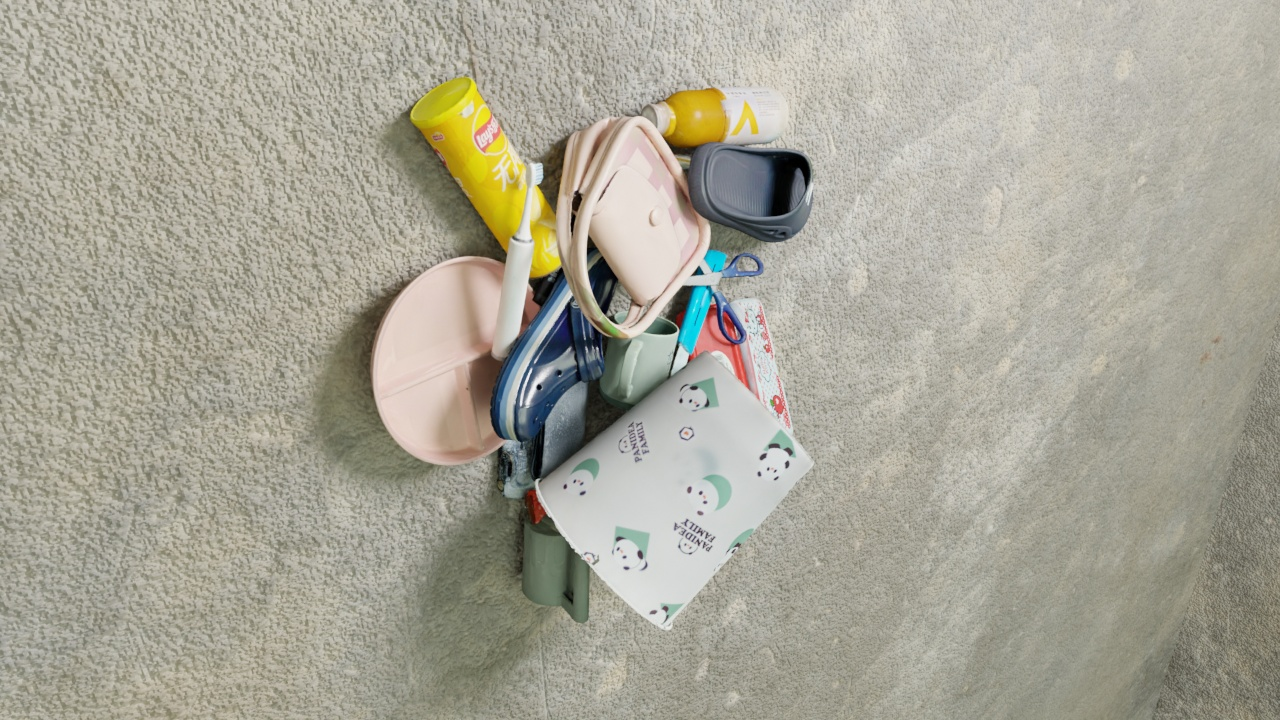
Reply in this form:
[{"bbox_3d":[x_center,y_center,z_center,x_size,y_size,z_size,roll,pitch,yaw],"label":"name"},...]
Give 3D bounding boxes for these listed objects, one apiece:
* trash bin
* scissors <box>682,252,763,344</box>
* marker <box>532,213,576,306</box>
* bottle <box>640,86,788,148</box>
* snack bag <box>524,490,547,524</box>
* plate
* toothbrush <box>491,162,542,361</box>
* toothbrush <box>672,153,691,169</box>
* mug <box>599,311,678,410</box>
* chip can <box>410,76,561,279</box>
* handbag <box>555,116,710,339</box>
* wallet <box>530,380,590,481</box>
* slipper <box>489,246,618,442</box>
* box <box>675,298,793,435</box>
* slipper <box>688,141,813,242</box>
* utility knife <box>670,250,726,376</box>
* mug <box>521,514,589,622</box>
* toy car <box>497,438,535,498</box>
[{"bbox_3d":[0.046,0.138,1.059,0.252,0.229,0.229,-44,131,1],"label":"trash bin"},{"bbox_3d":[0.100,-0.096,1.163,0.175,0.012,0.162,-22,100,-38],"label":"scissors"},{"bbox_3d":[-0.086,-0.122,1.039,0.132,0.020,0.022,-66,163,-8],"label":"marker"},{"bbox_3d":[0.086,-0.283,1.071,0.189,0.068,0.068,-12,118,-32],"label":"bottle"},{"bbox_3d":[-0.104,0.171,1.160,0.105,0.026,0.045,-19,95,-46],"label":"snack bag"},{"bbox_3d":[-0.194,0.000,0.996,0.228,0.028,0.230,-16,113,-43],"label":"plate"},{"bbox_3d":[-0.127,-0.099,0.949,0.026,0.027,0.221,-20,133,-45],"label":"toothbrush"},{"bbox_3d":[0.099,-0.237,1.135,0.191,0.018,0.016,0,109,-39],"label":"toothbrush"},{"bbox_3d":[-0.007,0.007,1.117,0.111,0.082,0.106,-56,161,-70],"label":"mug"},{"bbox_3d":[-0.148,-0.183,0.945,0.072,0.072,0.213,-43,131,-12],"label":"chip can"},{"bbox_3d":[-0.020,-0.127,0.983,0.193,0.094,0.233,54,42,-38],"label":"handbag"},{"bbox_3d":[-0.096,0.080,1.123,0.097,0.019,0.121,-25,128,-57],"label":"wallet"},{"bbox_3d":[-0.076,-0.011,1.016,0.105,0.095,0.252,74,38,-59],"label":"slipper"},{"bbox_3d":[0.131,0.021,1.212,0.160,0.060,0.201,-12,88,-32],"label":"box"},{"bbox_3d":[0.157,-0.201,1.097,0.267,0.083,0.110,-2,96,-53],"label":"slipper"},{"bbox_3d":[0.069,-0.056,1.158,0.034,0.018,0.191,30,70,-36],"label":"utility knife"},{"bbox_3d":[-0.098,0.254,1.156,0.083,0.124,0.103,-10,115,-32],"label":"mug"},{"bbox_3d":[-0.148,0.124,1.118,0.048,0.031,0.106,-13,119,-31],"label":"toy car"}]
